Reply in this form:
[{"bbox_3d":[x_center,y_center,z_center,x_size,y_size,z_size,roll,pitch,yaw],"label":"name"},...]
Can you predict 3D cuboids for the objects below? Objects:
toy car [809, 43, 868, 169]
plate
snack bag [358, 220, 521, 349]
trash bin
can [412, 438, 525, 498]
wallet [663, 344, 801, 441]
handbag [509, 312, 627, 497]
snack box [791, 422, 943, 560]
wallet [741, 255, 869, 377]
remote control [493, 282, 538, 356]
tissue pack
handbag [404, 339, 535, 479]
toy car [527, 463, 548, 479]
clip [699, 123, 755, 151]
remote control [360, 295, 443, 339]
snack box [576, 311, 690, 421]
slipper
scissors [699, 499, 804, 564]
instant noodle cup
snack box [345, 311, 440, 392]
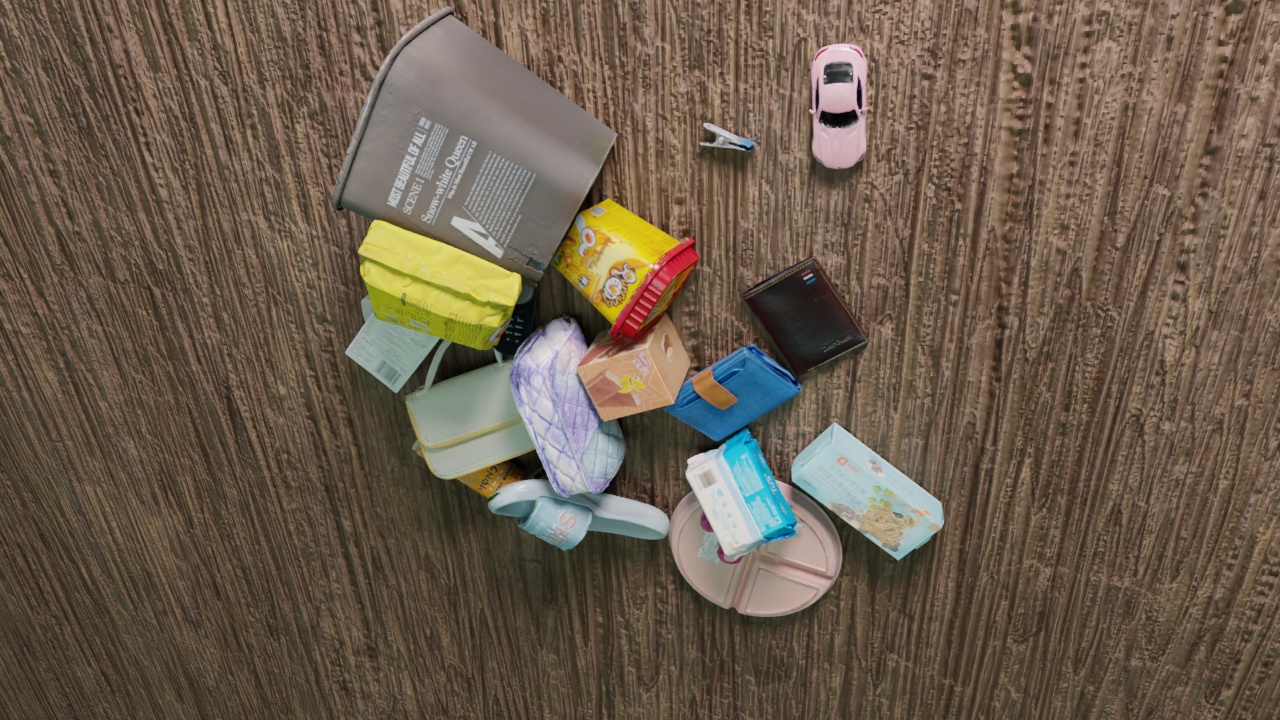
[{"bbox_3d":[0.194,-0.245,0.894,0.056,0.037,0.122,2,121,17],"label":"toy car"},{"bbox_3d":[0.147,0.251,1.202,0.230,0.028,0.230,8,122,13],"label":"plate"},{"bbox_3d":[-0.215,-0.065,0.974,0.158,0.068,0.247,21,169,-8],"label":"snack bag"},{"bbox_3d":[-0.160,-0.206,0.938,0.219,0.198,0.200,29,123,-8],"label":"trash bin"},{"bbox_3d":[-0.229,0.135,1.228,0.146,0.058,0.058,33,123,-4],"label":"can"},{"bbox_3d":[0.106,0.040,1.071,0.133,0.040,0.106,-35,129,30],"label":"wallet"},{"bbox_3d":[-0.086,0.058,1.095,0.076,0.133,0.194,-7,117,24],"label":"handbag"},{"bbox_3d":[0.270,0.157,1.095,0.175,0.051,0.074,36,123,-6],"label":"snack box"},{"bbox_3d":[0.184,-0.048,1.023,0.097,0.020,0.122,-27,111,28],"label":"wallet"},{"bbox_3d":[-0.149,-0.072,1.097,0.053,0.024,0.136,14,109,9],"label":"remote control"},{"bbox_3d":[0.123,0.164,1.113,0.090,0.063,0.140,-30,79,19],"label":"tissue pack"},{"bbox_3d":[-0.209,0.046,1.141,0.163,0.063,0.179,-19,109,0],"label":"handbag"},{"bbox_3d":[-0.131,0.160,1.224,0.091,0.042,0.035,-37,92,29],"label":"toy car"},{"bbox_3d":[0.089,-0.226,0.944,0.057,0.024,0.029,19,119,10],"label":"clip"},{"bbox_3d":[-0.280,-0.054,1.155,0.150,0.021,0.058,1,119,17],"label":"remote control"},{"bbox_3d":[-0.006,0.006,1.066,0.095,0.092,0.077,-16,113,24],"label":"snack box"},{"bbox_3d":[-0.079,0.207,1.168,0.245,0.074,0.104,15,156,-20],"label":"slipper"},{"bbox_3d":[0.136,0.204,1.154,0.105,0.017,0.136,47,117,-5],"label":"scissors"},{"bbox_3d":[-0.019,-0.105,1.002,0.123,0.115,0.116,38,123,6],"label":"instant noodle cup"},{"bbox_3d":[-0.297,-0.035,1.141,0.084,0.026,0.157,40,123,-8],"label":"snack box"}]
